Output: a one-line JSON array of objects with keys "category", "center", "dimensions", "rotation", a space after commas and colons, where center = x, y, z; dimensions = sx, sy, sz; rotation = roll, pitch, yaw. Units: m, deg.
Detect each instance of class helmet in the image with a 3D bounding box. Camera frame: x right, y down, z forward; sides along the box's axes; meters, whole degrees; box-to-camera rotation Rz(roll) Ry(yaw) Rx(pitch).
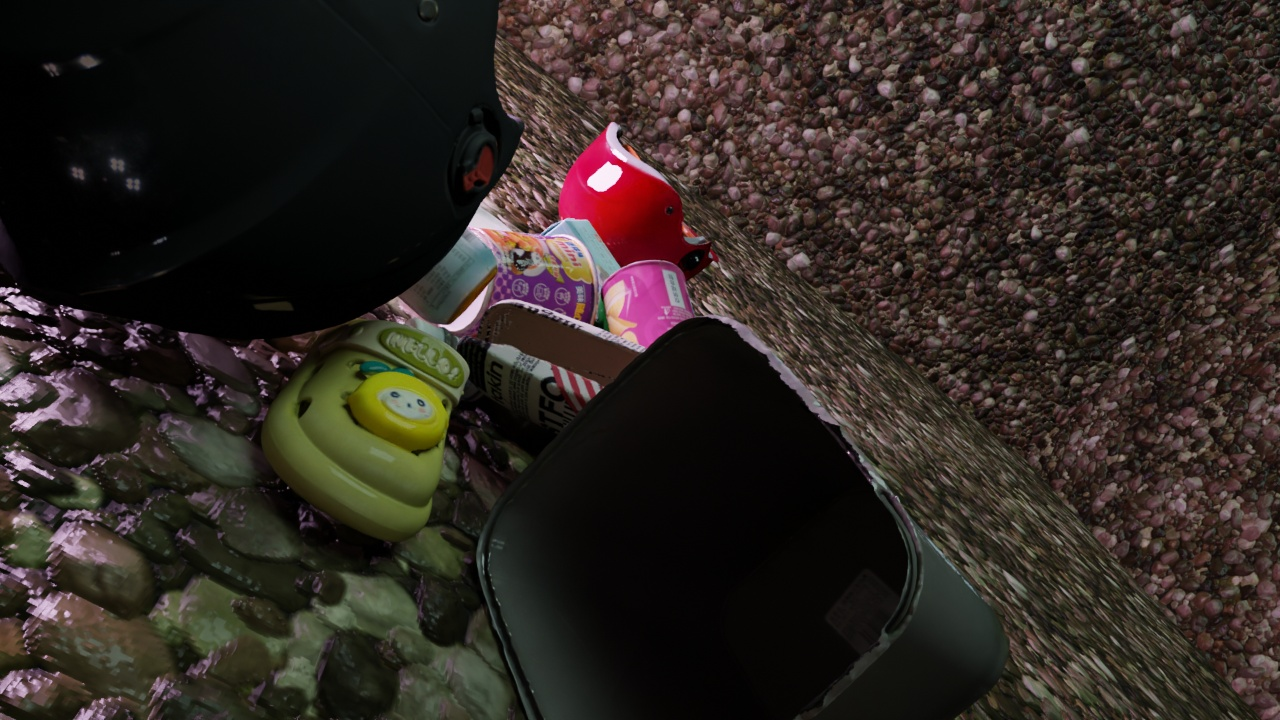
[{"category": "helmet", "center": [-0.191, -0.122, 0.469], "dimensions": [0.234, 0.230, 0.274], "rotation": [20, 2, 29]}, {"category": "helmet", "center": [-0.012, -0.170, 1.174], "dimensions": [0.207, 0.144, 0.240], "rotation": [54, 6, 37]}]

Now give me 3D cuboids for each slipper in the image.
[{"category": "slipper", "center": [-0.139, 0.014, 0.492], "dimensions": [0.091, 0.082, 0.190], "rotation": [31, 16, -23]}]

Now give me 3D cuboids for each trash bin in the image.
[{"category": "trash bin", "center": [0.070, 0.126, 0.491], "dimensions": [0.219, 0.199, 0.199], "rotation": [33, 17, -46]}]

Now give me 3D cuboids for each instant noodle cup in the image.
[{"category": "instant noodle cup", "center": [-0.103, -0.054, 0.721], "dimensions": [0.099, 0.112, 0.111], "rotation": [10, 33, -47]}]

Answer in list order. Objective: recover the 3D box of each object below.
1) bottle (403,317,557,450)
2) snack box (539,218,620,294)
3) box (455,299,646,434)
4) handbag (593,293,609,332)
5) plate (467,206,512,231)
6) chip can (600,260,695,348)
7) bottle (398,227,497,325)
[{"category": "bottle", "center": [-0.086, 0.023, 0.656], "dimensions": [0.194, 0.044, 0.079], "rotation": [27, 29, -36]}, {"category": "snack box", "center": [-0.035, -0.057, 0.906], "dimensions": [0.175, 0.052, 0.074], "rotation": [56, 18, 1]}, {"category": "box", "center": [-0.032, 0.012, 0.581], "dimensions": [0.163, 0.075, 0.081], "rotation": [20, 54, 12]}, {"category": "handbag", "center": [-0.005, 0.005, 0.794], "dimensions": [0.120, 0.068, 0.131], "rotation": [26, 29, -17]}, {"category": "plate", "center": [-0.150, -0.108, 0.876], "dimensions": [0.164, 0.034, 0.163], "rotation": [43, 16, 3]}, {"category": "chip can", "center": [0.022, 0.028, 0.676], "dimensions": [0.071, 0.072, 0.210], "rotation": [24, 42, -45]}, {"category": "bottle", "center": [-0.184, -0.106, 0.624], "dimensions": [0.189, 0.068, 0.068], "rotation": [42, 16, -6]}]
